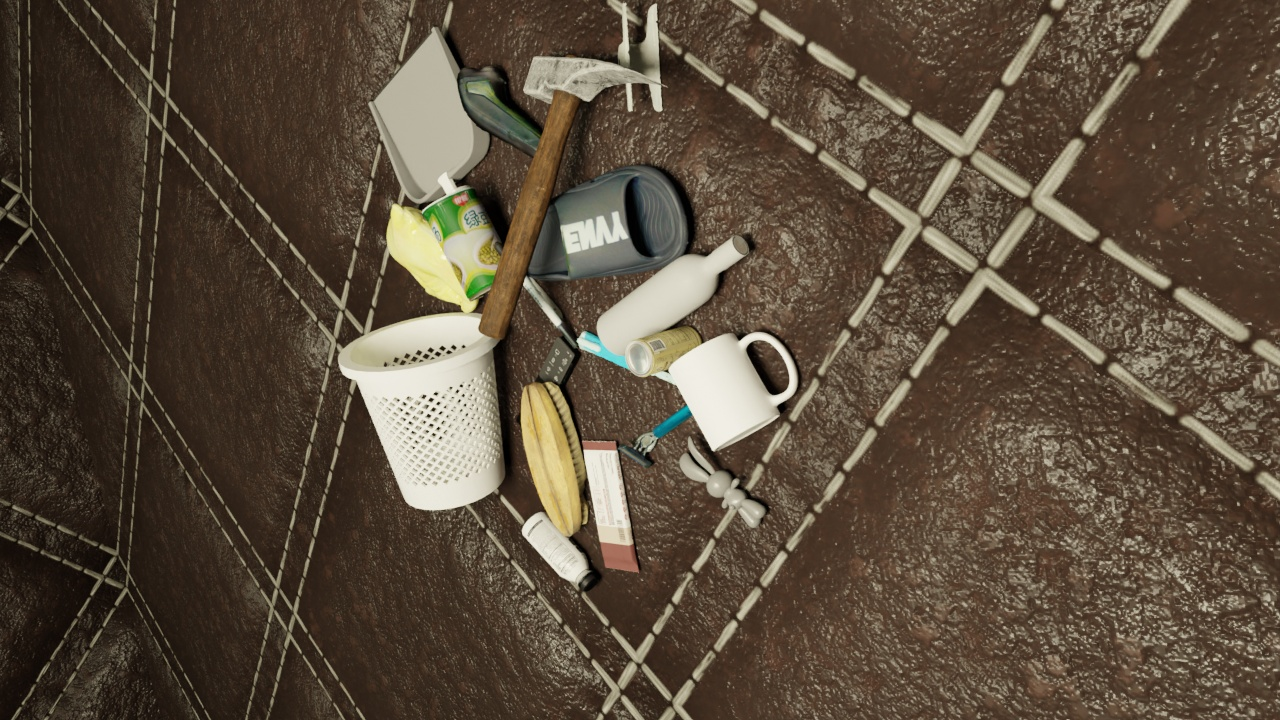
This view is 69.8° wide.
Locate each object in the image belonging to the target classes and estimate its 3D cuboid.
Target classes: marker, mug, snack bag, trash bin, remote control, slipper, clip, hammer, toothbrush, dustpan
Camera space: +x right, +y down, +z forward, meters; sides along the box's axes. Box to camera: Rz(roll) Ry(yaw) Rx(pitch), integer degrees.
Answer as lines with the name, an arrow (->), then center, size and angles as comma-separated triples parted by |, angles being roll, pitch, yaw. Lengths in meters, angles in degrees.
marker -> -0.119, -0.075, 1.055 | 0.011, 0.011, 0.152 | -30, 101, 44
mug -> 0.096, 0.021, 0.882 | 0.111, 0.073, 0.090 | -32, 78, 17
snack bag -> -0.035, 0.171, 1.080 | 0.057, 0.013, 0.158 | -4, 99, 42
trash bin -> -0.254, 0.067, 1.152 | 0.196, 0.194, 0.200 | 11, 119, 41
remote control -> -0.114, 0.035, 1.114 | 0.034, 0.013, 0.150 | 48, 130, 23
slipper -> -0.066, -0.138, 0.974 | 0.269, 0.083, 0.110 | -5, 97, 45
clip -> -0.006, -0.297, 0.906 | 0.052, 0.057, 0.102 | 1, 103, 18
hammer -> -0.089, -0.155, 0.918 | 0.218, 0.037, 0.301 | 29, 102, 53
toothbrush -> -0.150, -0.108, 1.107 | 0.189, 0.016, 0.017 | 49, 140, 23
dustpan -> -0.244, -0.251, 1.128 | 0.164, 0.033, 0.257 | -29, 88, 40

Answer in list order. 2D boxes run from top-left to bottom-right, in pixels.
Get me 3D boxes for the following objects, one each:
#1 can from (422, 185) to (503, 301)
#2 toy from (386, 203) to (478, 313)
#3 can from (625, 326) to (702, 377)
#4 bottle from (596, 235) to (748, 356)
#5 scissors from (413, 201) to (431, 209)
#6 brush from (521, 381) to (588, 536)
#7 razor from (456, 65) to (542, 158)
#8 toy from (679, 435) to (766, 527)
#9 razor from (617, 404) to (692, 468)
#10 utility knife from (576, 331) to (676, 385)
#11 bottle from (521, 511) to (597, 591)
can -> -0.198, -0.136, 1.071 | 0.067, 0.067, 0.121 | -22, 97, 45
toy -> -0.267, -0.133, 1.163 | 0.170, 0.064, 0.155 | 27, 148, 40
can -> 0.025, -0.010, 0.924 | 0.038, 0.079, 0.038 | 14, 111, 40
bottle -> 0.033, -0.067, 0.919 | 0.196, 0.052, 0.052 | -34, 78, 43
scissors -> -0.273, -0.258, 1.180 | 0.158, 0.012, 0.166 | -27, 87, 43
brush -> -0.101, 0.118, 1.098 | 0.059, 0.043, 0.195 | -2, 107, 40
razor -> -0.150, -0.279, 1.039 | 0.151, 0.054, 0.067 | 41, 101, 20
toy -> 0.082, 0.127, 0.945 | 0.112, 0.030, 0.049 | 41, 141, 21
razor -> 0.033, 0.069, 0.983 | 0.042, 0.022, 0.144 | 36, 130, -16
utility knife -> -0.006, 0.006, 1.002 | 0.179, 0.015, 0.022 | 26, 119, 37
bottle -> -0.098, 0.240, 1.140 | 0.116, 0.041, 0.041 | 41, 127, 27
